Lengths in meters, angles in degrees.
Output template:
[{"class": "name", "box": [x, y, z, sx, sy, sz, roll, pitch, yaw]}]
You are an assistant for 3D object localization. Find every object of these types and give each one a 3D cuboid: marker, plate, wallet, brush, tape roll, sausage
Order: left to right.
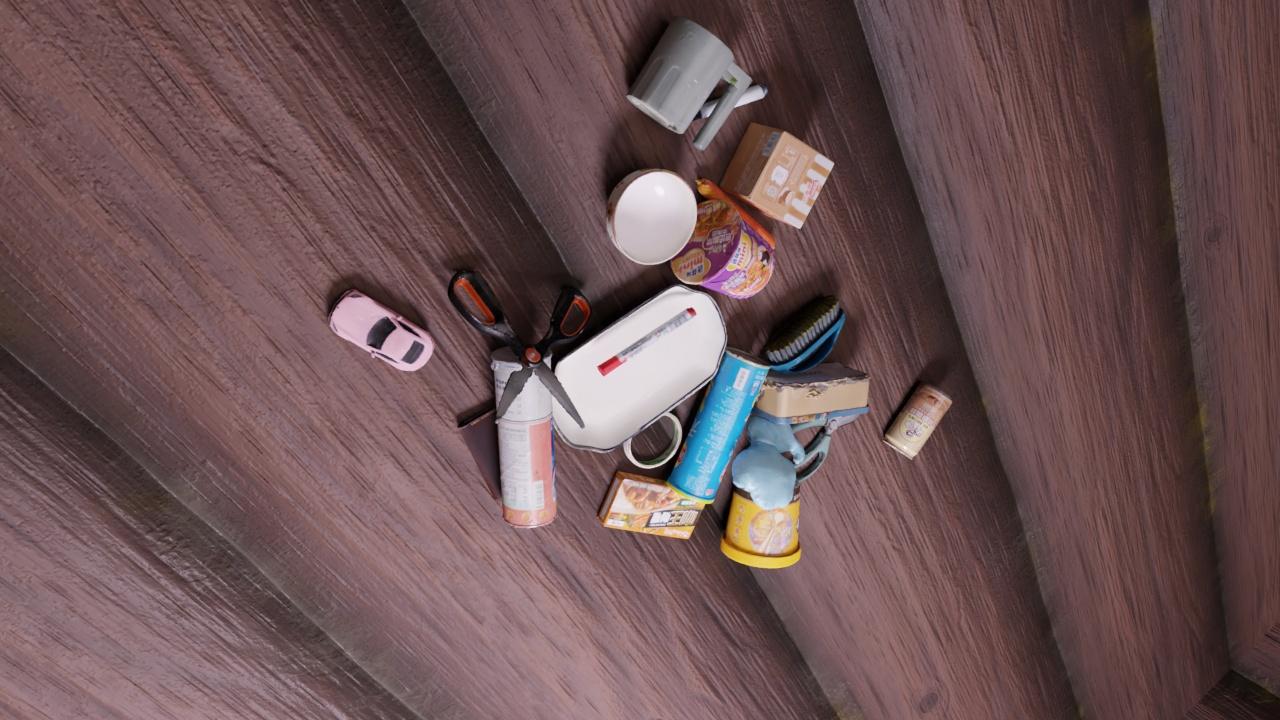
[{"class": "wallet", "box": [-0.164, 0.107, 1.154, 0.096, 0.020, 0.122, -32, 122, -20]}, {"class": "plate", "box": [-0.007, 0.007, 1.189, 0.265, 0.034, 0.162, -36, 124, -12]}, {"class": "marker", "box": [0.009, -0.025, 1.151, 0.145, 0.017, 0.017, -33, 123, -14]}, {"class": "tape roll", "box": [0.017, 0.107, 1.259, 0.085, 0.014, 0.086, -11, 116, -25]}, {"class": "marker", "box": [0.098, -0.313, 1.118, 0.130, 0.018, 0.023, -24, 129, -18]}, {"class": "sausage", "box": [0.125, -0.188, 1.186, 0.165, 0.021, 0.021, 34, 92, -36]}, {"class": "brush", "box": [0.235, -0.028, 1.290, 0.143, 0.055, 0.073, -40, 118, -22]}]

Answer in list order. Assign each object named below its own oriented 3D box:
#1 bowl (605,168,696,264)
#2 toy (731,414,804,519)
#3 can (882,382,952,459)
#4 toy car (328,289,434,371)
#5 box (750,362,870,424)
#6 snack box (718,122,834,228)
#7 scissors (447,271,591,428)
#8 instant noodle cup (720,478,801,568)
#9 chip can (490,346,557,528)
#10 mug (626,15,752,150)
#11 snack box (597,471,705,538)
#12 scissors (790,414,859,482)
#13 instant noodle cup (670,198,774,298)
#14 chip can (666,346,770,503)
[{"class": "bowl", "box": [0.005, -0.177, 1.097, 0.113, 0.062, 0.114, -12, 118, -24]}, {"class": "toy", "box": [0.180, 0.145, 1.282, 0.161, 0.156, 0.050, 7, 145, -38]}, {"class": "can", "box": [0.444, 0.096, 1.470, 0.058, 0.058, 0.116, 31, 93, -36]}, {"class": "toy car", "box": [-0.284, -0.030, 1.014, 0.122, 0.037, 0.056, 34, 91, -35]}, {"class": "box", "box": [0.248, 0.045, 1.317, 0.184, 0.090, 0.062, -3, 106, -27]}, {"class": "snack box", "box": [0.170, -0.233, 1.158, 0.094, 0.077, 0.093, 22, 99, -34]}, {"class": "scissors", "box": [-0.128, -0.023, 1.041, 0.221, 0.022, 0.232, 39, 46, -7]}, {"class": "instant noodle cup", "box": [0.181, 0.228, 1.349, 0.118, 0.118, 0.114, -2, 103, -29]}, {"class": "chip can", "box": [-0.139, 0.093, 1.110, 0.071, 0.071, 0.215, -10, 110, -26]}, {"class": "mug", "box": [0.058, -0.314, 1.054, 0.124, 0.083, 0.103, 31, 96, -33]}, {"class": "snack box", "box": [0.018, 0.206, 1.296, 0.153, 0.026, 0.075, 16, 103, -34]}, {"class": "scissors", "box": [0.259, 0.101, 1.392, 0.176, 0.019, 0.172, -46, 125, -3]}, {"class": "instant noodle cup", "box": [0.110, -0.132, 1.154, 0.099, 0.111, 0.111, 23, 98, -42]}, {"class": "chip can", "box": [0.107, 0.089, 1.268, 0.071, 0.071, 0.210, 15, 102, -34]}]
